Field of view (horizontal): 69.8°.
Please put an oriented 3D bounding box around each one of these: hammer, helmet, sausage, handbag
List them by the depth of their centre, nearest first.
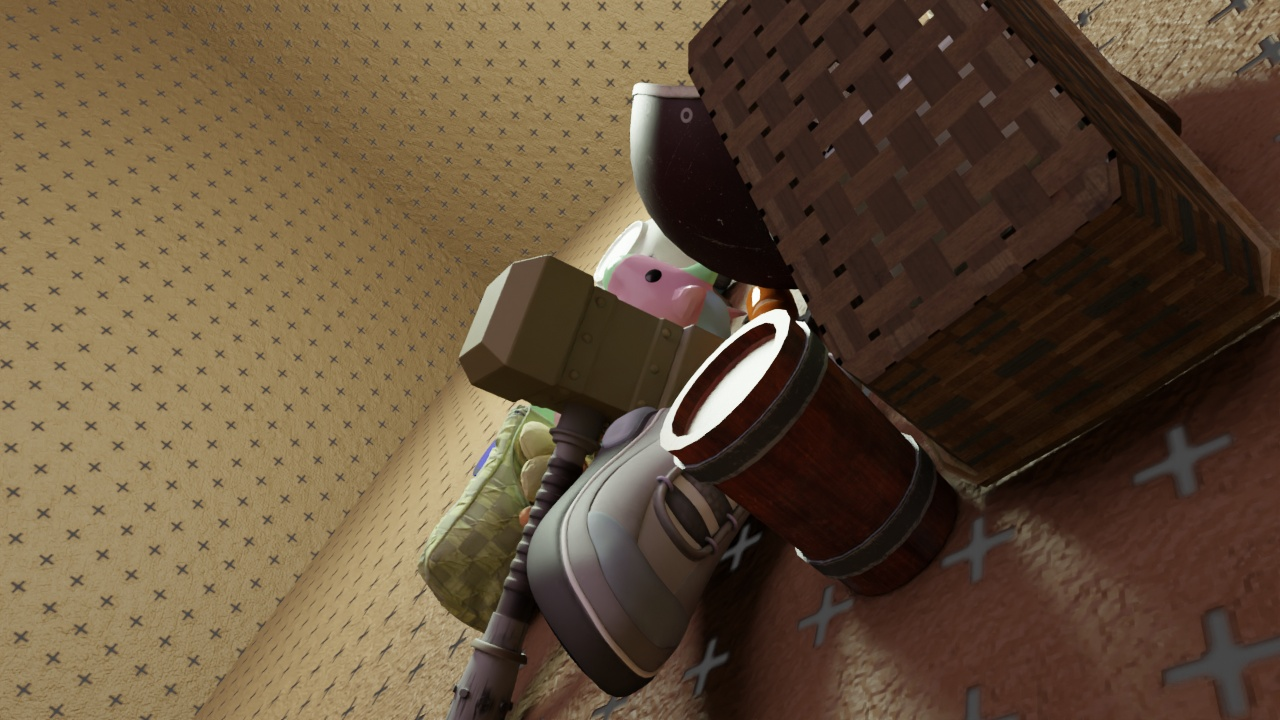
[{"bbox_3d":[-0.067,0.112,0.653,0.101,0.190,0.324,-21,47,65],"label":"hammer"},{"bbox_3d":[0.106,-0.180,0.665,0.254,0.234,0.233,-63,-1,9],"label":"helmet"},{"bbox_3d":[0.097,-0.018,0.674,0.039,0.044,0.164,-55,6,24],"label":"sausage"},{"bbox_3d":[-0.092,0.129,0.751,0.117,0.113,0.186,-23,31,59],"label":"handbag"}]

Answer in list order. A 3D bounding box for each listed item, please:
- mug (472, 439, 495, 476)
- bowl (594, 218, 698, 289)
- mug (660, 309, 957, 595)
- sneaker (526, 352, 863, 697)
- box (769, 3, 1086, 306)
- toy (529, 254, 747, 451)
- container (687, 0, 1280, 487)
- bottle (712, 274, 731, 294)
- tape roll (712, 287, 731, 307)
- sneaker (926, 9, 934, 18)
[{"bbox_3d":[-0.110,0.114,0.904,0.079,0.083,0.111,-46,12,13],"label":"mug"},{"bbox_3d":[0.003,-0.096,0.988,0.154,0.073,0.153,-45,21,22],"label":"bowl"},{"bbox_3d":[0.080,0.034,0.419,0.082,0.111,0.117,-41,14,31],"label":"mug"},{"bbox_3d":[0.045,0.060,0.482,0.161,0.093,0.256,-35,5,17],"label":"sneaker"},{"bbox_3d":[0.180,-0.108,0.574,0.210,0.130,0.105,-43,3,-2],"label":"box"},{"bbox_3d":[-0.005,0.005,0.829,0.120,0.171,0.222,17,-97,-63],"label":"toy"},{"bbox_3d":[0.150,-0.081,0.419,0.158,0.186,0.249,-42,52,30],"label":"container"},{"bbox_3d":[0.051,-0.067,1.000,0.130,0.040,0.040,-40,15,37],"label":"bottle"},{"bbox_3d":[0.048,-0.033,0.926,0.094,0.030,0.093,-46,12,13],"label":"tape roll"},{"bbox_3d":[0.323,-0.416,0.933,0.112,0.116,0.293,-44,13,21],"label":"sneaker"}]
